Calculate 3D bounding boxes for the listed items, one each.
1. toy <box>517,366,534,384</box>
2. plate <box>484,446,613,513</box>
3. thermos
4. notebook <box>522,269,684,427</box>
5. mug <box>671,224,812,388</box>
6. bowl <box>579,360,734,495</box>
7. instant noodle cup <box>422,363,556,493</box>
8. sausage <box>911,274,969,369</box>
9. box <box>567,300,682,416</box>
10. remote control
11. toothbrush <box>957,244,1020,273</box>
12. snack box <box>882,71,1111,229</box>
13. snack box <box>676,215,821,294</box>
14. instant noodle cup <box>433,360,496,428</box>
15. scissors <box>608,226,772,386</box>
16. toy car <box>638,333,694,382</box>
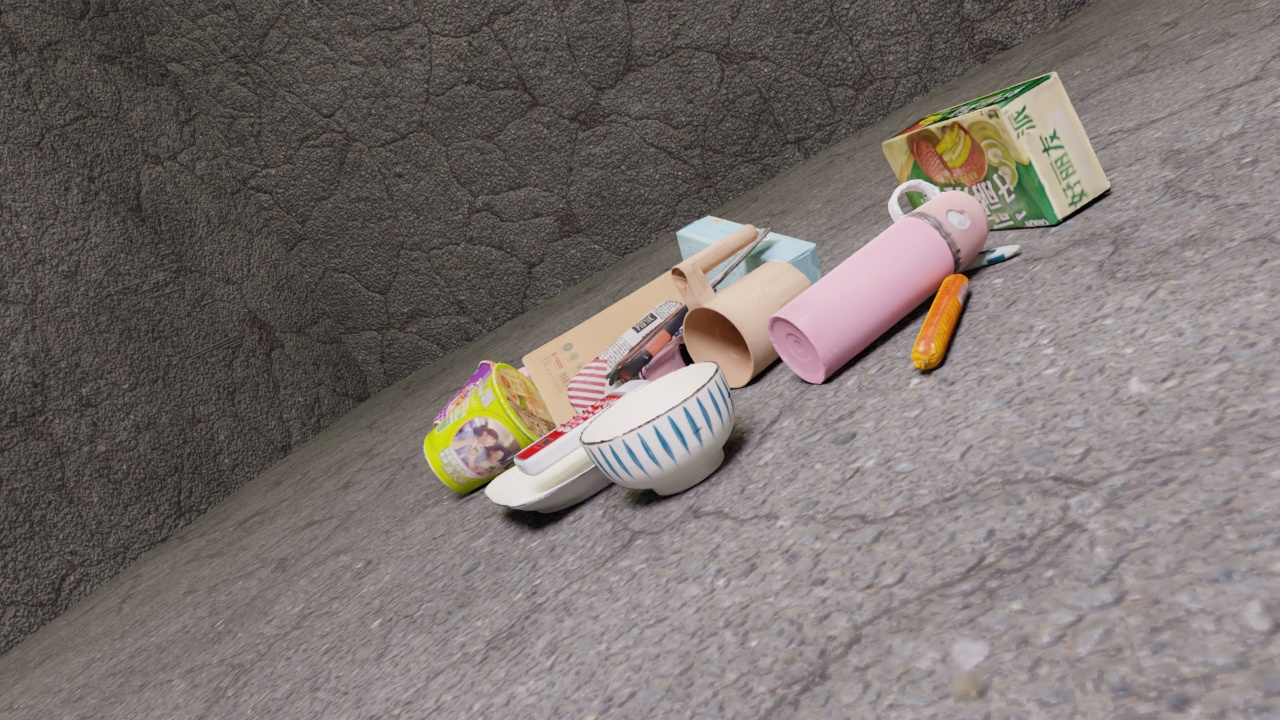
[{"bbox_3d":[-0.087,0.013,1.160,0.122,0.054,0.159,-22,-9,38],"label":"toy"},{"bbox_3d":[-0.053,0.090,0.814,0.164,0.034,0.164,-33,10,-18],"label":"plate"},{"bbox_3d":[0.190,-0.071,0.741,0.198,0.087,0.067,-38,-12,-15],"label":"thermos"},{"bbox_3d":[-0.019,-0.007,1.023,0.207,0.008,0.147,-31,50,-3],"label":"notebook"},{"bbox_3d":[0.094,-0.053,0.845,0.103,0.124,0.084,-34,10,-32],"label":"mug"},{"bbox_3d":[0.021,0.057,0.676,0.116,0.066,0.116,-28,10,5],"label":"bowl"},{"bbox_3d":[-0.170,0.082,1.014,0.123,0.111,0.111,-35,8,14],"label":"instant noodle cup"},{"bbox_3d":[0.219,-0.031,0.666,0.022,0.021,0.164,-23,12,34],"label":"sausage"},{"bbox_3d":[-0.006,0.003,0.942,0.162,0.087,0.076,-38,43,-16],"label":"box"},{"bbox_3d":[-0.049,0.057,0.807,0.135,0.020,0.056,-33,9,-17],"label":"remote control"},{"bbox_3d":[0.249,-0.076,0.817,0.016,0.018,0.192,-39,13,-37],"label":"toothbrush"},{"bbox_3d":[0.324,-0.186,0.868,0.063,0.114,0.240,-32,10,-5],"label":"snack box"},{"bbox_3d":[0.114,-0.097,0.970,0.051,0.074,0.175,-31,34,-25],"label":"snack box"},{"bbox_3d":[-0.192,0.072,1.123,0.099,0.111,0.112,-44,15,-24],"label":"instant noodle cup"},{"bbox_3d":[0.049,-0.056,0.899,0.186,0.015,0.208,-38,8,41],"label":"scissors"},{"bbox_3d":[0.054,-0.003,0.916,0.122,0.056,0.037,-36,4,-26],"label":"toy car"}]
